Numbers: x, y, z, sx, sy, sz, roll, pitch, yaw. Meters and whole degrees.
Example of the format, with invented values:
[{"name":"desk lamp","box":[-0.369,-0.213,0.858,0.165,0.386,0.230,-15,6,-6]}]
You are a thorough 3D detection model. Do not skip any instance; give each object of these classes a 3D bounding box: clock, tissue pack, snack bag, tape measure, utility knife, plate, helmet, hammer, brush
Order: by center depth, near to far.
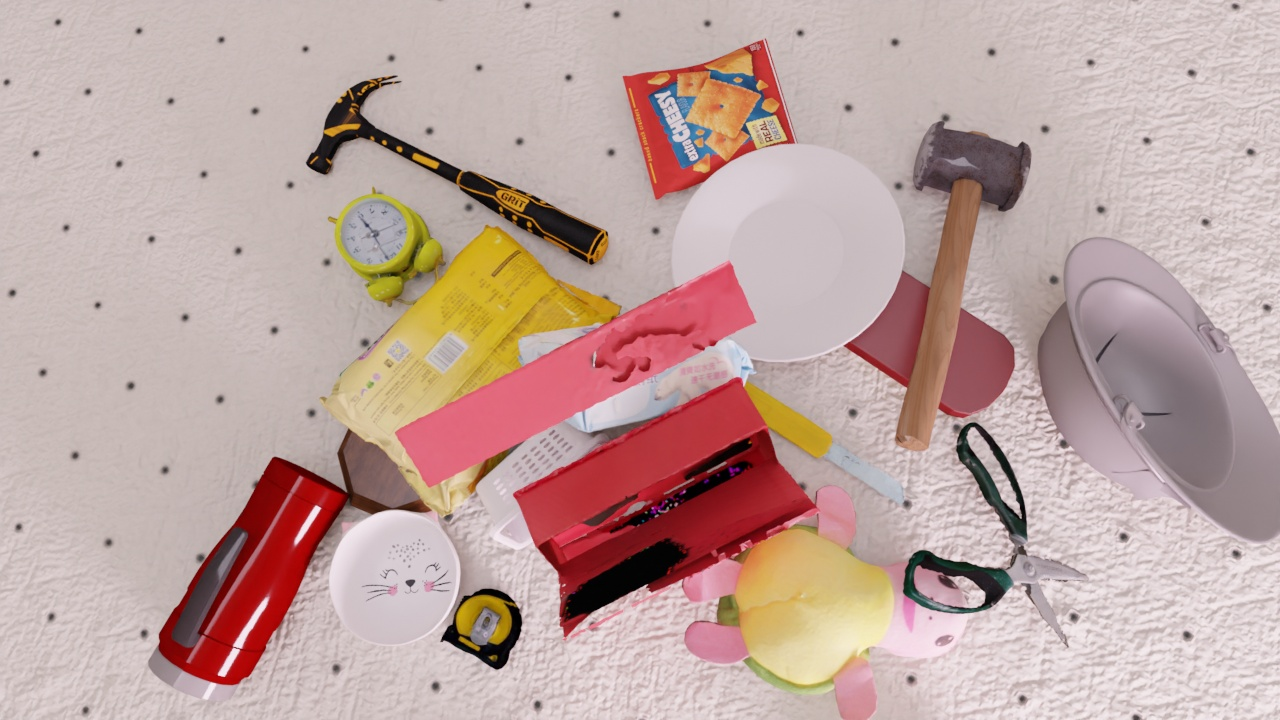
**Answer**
[{"name":"helmet","box":[0.406,0.037,0.771,0.182,0.118,0.271,-27,82,-33]},{"name":"tissue pack","box":[-0.005,0.005,0.773,0.181,0.112,0.070,-12,107,-31]},{"name":"hammer","box":[0.266,-0.071,0.790,0.098,0.052,0.327,16,65,7]},{"name":"tape measure","box":[-0.136,0.233,0.808,0.062,0.034,0.061,23,79,8]},{"name":"snack bag","box":[-0.151,-0.003,0.819,0.159,0.068,0.247,38,75,6]},{"name":"brush","box":[0.246,-0.020,0.825,0.173,0.042,0.082,35,83,10]},{"name":"utility knife","box":[0.140,0.063,0.830,0.225,0.019,0.030,32,89,14]},{"name":"plate","box":[0.131,-0.098,0.830,0.209,0.015,0.208,-5,74,16]},{"name":"plate","box":[-0.221,0.086,0.848,0.131,0.025,0.131,-1,79,4]},{"name":"clock","box":[-0.238,-0.105,0.873,0.083,0.057,0.119,-39,85,-4]},{"name":"snack bag","box":[0.068,-0.233,0.883,0.144,0.039,0.130,-15,79,2]},{"name":"hammer","box":[-0.171,-0.179,0.896,0.321,0.036,0.123,27,81,11]}]

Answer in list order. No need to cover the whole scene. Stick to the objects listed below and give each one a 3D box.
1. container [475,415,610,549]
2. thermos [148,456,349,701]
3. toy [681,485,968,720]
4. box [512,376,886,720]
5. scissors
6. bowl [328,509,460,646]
[{"name":"container","box":[-0.085,0.102,0.811,0.129,0.081,0.049,-42,68,-4]},{"name":"thermos","box":[-0.343,0.187,0.796,0.084,0.108,0.198,27,80,10]},{"name":"toy","box":[0.154,0.204,0.766,0.238,0.088,0.189,-3,63,-1]},{"name":"box","box":[0.079,0.243,0.840,0.214,0.171,0.479,-26,109,-2]},{"name":"scissors","box":[0.295,0.140,0.774,0.201,0.015,0.204,11,60,-23]},{"name":"bowl","box":[-0.211,0.191,0.814,0.115,0.050,0.114,-1,79,4]}]
